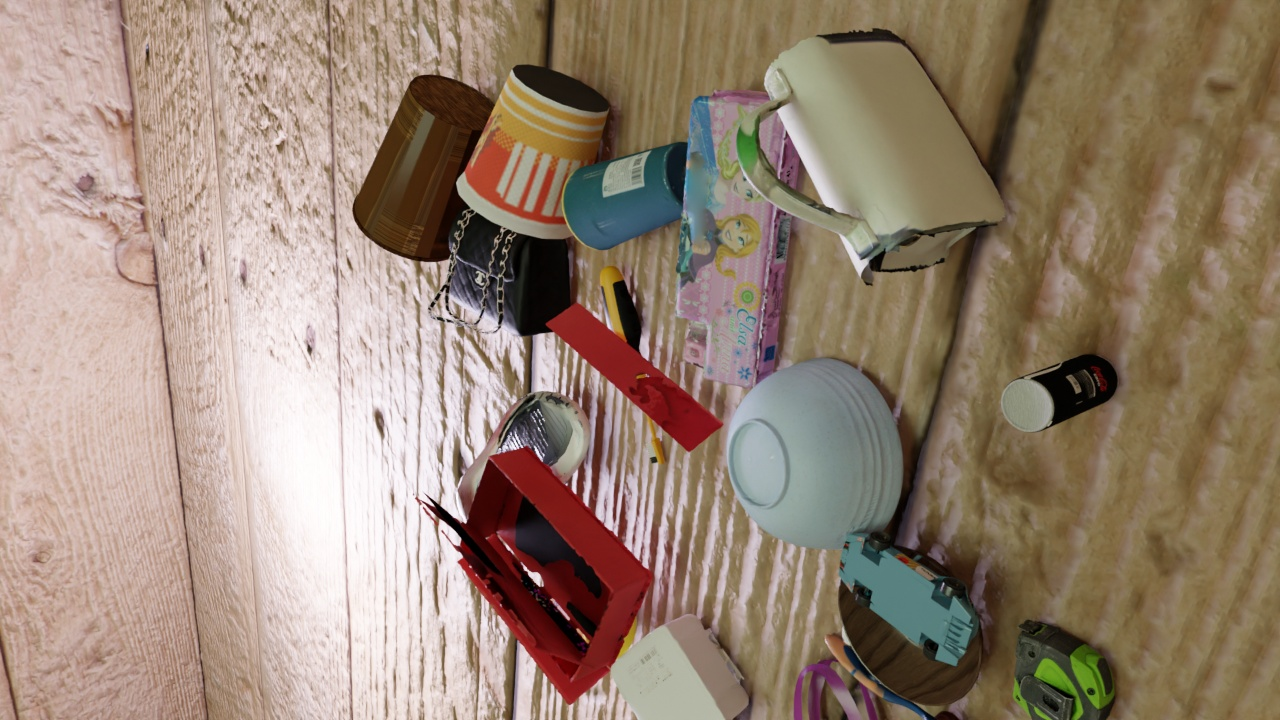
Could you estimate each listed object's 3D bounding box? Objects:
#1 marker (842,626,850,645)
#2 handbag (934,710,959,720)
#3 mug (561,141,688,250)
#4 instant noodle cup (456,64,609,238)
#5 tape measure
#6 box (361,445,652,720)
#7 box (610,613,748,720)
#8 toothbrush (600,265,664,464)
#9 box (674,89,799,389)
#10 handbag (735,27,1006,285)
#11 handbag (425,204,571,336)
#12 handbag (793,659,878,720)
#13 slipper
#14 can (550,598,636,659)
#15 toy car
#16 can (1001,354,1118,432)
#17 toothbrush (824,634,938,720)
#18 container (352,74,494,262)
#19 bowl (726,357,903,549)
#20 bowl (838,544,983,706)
[{"bbox_3d":[0.170,0.163,0.716,0.020,0.017,0.134,-137,45,-63],"label":"marker"},{"bbox_3d":[0.200,0.316,0.679,0.120,0.029,0.055,-48,56,19],"label":"handbag"},{"bbox_3d":[-0.001,-0.145,0.791,0.122,0.078,0.078,-8,94,48],"label":"mug"},{"bbox_3d":[-0.094,-0.199,0.859,0.123,0.123,0.121,47,126,32],"label":"instant noodle cup"},{"bbox_3d":[0.270,0.210,0.591,0.059,0.035,0.066,14,111,48],"label":"tape measure"},{"bbox_3d":[-0.182,0.304,0.921,0.425,0.128,0.213,-50,58,2],"label":"box"},{"bbox_3d":[0.051,0.306,0.892,0.103,0.101,0.108,-47,69,28],"label":"box"},{"bbox_3d":[-0.005,0.005,0.877,0.031,0.031,0.196,-13,96,27],"label":"toothbrush"},{"bbox_3d":[0.071,-0.092,0.724,0.085,0.063,0.231,26,120,44],"label":"box"},{"bbox_3d":[0.120,-0.121,0.564,0.074,0.175,0.151,-43,68,50],"label":"handbag"},{"bbox_3d":[-0.154,-0.099,0.960,0.154,0.114,0.125,29,120,47],"label":"handbag"},{"bbox_3d":[0.165,0.331,0.745,0.145,0.067,0.170,-12,85,52],"label":"handbag"},{"bbox_3d":[-0.124,0.118,1.021,0.265,0.063,0.111,-48,62,37],"label":"slipper"},{"bbox_3d":[-0.060,0.279,0.993,0.105,0.067,0.068,5,105,51],"label":"can"},{"bbox_3d":[0.187,0.158,0.631,0.108,0.027,0.060,33,125,47],"label":"toy car"},{"bbox_3d":[0.243,0.018,0.530,0.031,0.080,0.031,19,115,48],"label":"can"},{"bbox_3d":[0.184,0.250,0.704,0.135,0.021,0.017,31,101,57],"label":"toothbrush"},{"bbox_3d":[-0.232,-0.216,1.017,0.132,0.132,0.168,54,131,26],"label":"container"},{"bbox_3d":[0.115,0.074,0.692,0.151,0.074,0.150,10,103,56],"label":"bowl"},{"bbox_3d":[0.202,0.188,0.671,0.119,0.032,0.119,19,115,47],"label":"bowl"}]
